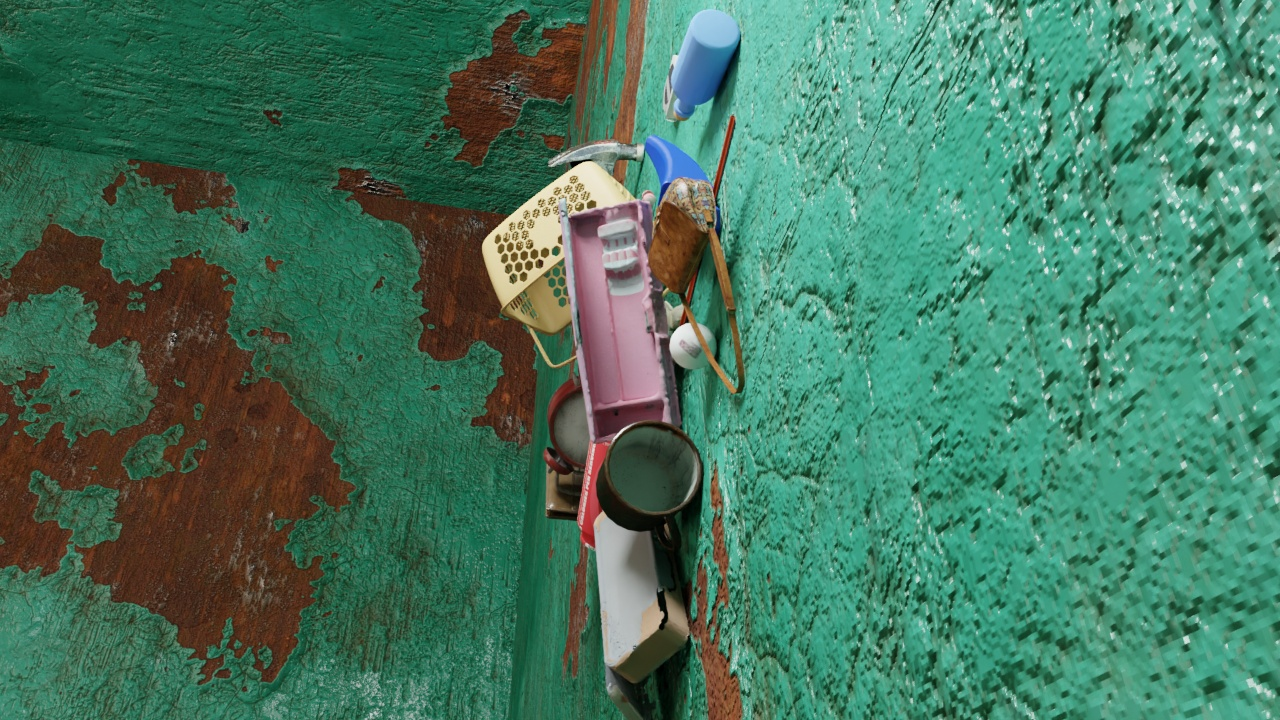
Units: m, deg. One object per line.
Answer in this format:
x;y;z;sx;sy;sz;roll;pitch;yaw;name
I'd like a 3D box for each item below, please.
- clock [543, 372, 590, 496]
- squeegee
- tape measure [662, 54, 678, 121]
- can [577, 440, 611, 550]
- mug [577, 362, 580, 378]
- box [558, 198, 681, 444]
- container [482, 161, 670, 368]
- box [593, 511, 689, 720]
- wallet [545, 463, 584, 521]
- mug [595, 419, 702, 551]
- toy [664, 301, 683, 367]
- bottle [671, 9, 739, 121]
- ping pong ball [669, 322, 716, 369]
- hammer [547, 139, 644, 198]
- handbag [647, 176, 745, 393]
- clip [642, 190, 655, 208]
-0.065;0.092;1.139;0.062;0.110;0.157;-119;43;-73;clock
0.041;-0.158;0.867;0.184;0.055;0.250;-114;26;-42;squeegee
0.042;-0.329;1.106;0.064;0.016;0.064;107;166;-45;tape measure
-0.024;0.130;0.987;0.074;0.074;0.143;-114;32;-72;can
-0.006;0.006;1.013;0.114;0.087;0.088;-55;32;4;mug
-0.036;-0.037;0.871;0.106;0.100;0.232;-2;-96;-64;box
-0.063;-0.101;1.009;0.167;0.184;0.129;60;-166;19;container
0.005;0.227;0.863;0.115;0.095;0.217;-47;22;17;box
-0.074;0.163;1.189;0.121;0.098;0.027;-98;19;-56;wallet
0.010;0.117;0.809;0.081;0.084;0.111;115;136;-66;mug
0.011;-0.021;0.948;0.113;0.050;0.087;-21;61;45;toy
0.056;-0.279;0.896;0.131;0.048;0.048;119;156;-66;bottle
0.045;-0.012;0.787;0.040;0.040;0.040;-174;91;-81;ping pong ball
-0.071;-0.175;1.417;0.036;0.140;0.327;-102;14;-64;hammer
0.045;-0.055;0.743;0.094;0.043;0.195;114;148;-53;handbag
0.008;-0.196;1.212;0.044;0.023;0.060;-162;85;-82;clip
